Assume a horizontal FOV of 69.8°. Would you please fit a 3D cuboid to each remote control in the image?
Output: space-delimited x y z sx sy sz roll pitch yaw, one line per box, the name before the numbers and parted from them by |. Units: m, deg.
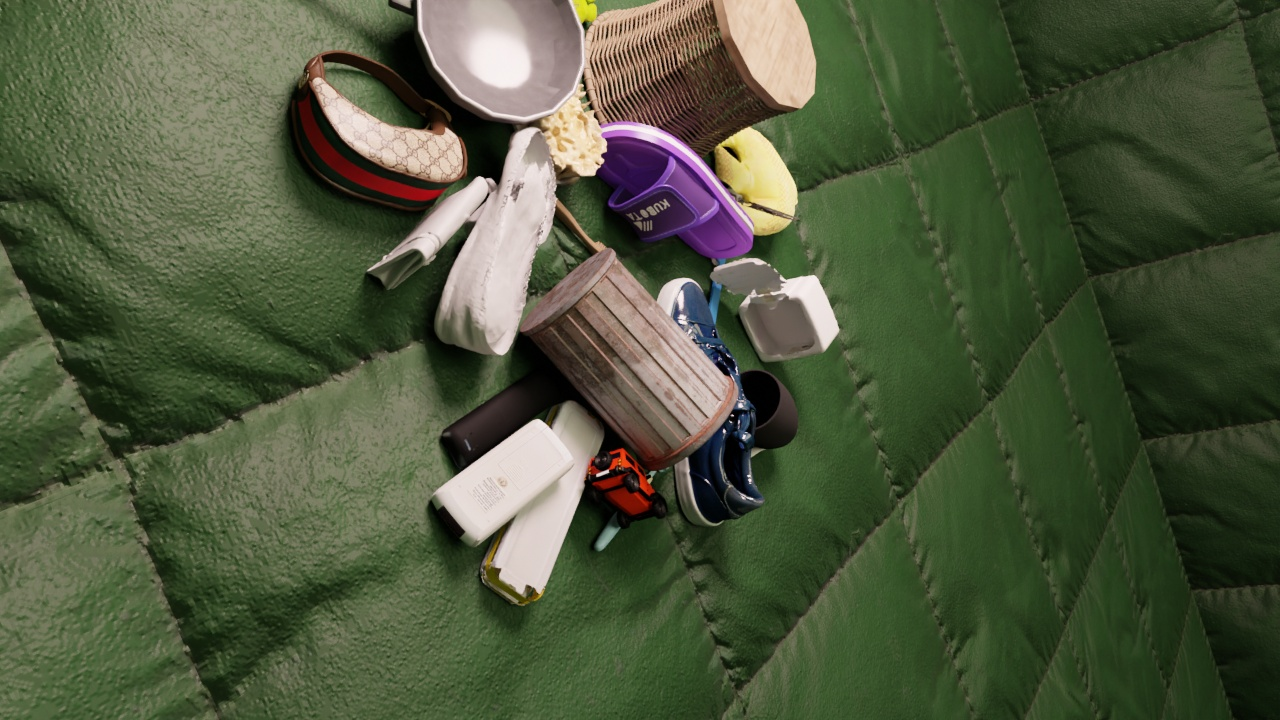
remote control | -0.128 0.051 0.878 0.151 0.020 0.041 -37 107 -48
remote control | -0.122 0.109 0.836 0.060 0.026 0.138 50 51 4

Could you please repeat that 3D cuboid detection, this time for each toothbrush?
toothbrush | -0.008 0.152 0.985 0.016 0.022 0.154 30 43 13
toothbrush | -0.083 -0.160 1.001 0.167 0.016 0.016 44 49 -31
toothbrush | 0.093 -0.083 1.184 0.016 0.014 0.166 32 59 -40

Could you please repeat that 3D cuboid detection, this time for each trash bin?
trash bin | -0.006 0.005 0.929 0.211 0.131 0.130 48 46 -16

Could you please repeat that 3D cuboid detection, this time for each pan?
pan | -0.214 -0.333 0.851 0.356 0.041 0.178 13 77 -31

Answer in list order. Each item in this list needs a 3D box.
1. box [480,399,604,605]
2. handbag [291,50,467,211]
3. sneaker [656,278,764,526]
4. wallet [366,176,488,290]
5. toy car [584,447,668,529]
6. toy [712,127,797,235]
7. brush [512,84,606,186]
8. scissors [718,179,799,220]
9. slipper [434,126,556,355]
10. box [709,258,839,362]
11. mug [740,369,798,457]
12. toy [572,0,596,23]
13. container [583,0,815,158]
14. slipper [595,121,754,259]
box | -0.090 0.132 0.887 0.064 0.033 0.208 44 48 -28
handbag | -0.227 -0.210 0.824 0.166 0.063 0.138 9 61 -47
sneaker | 0.091 0.038 1.055 0.120 0.128 0.294 3 73 -50
wallet | -0.184 -0.111 0.818 0.032 0.086 0.116 49 49 -19
toy car | -0.015 0.128 0.922 0.100 0.051 0.048 49 29 -44
toy | 0.163 -0.252 1.280 0.154 0.065 0.170 5 67 -35
brush | -0.119 -0.317 0.978 0.083 0.057 0.271 -27 98 -41
scissors | 0.129 -0.208 1.170 0.131 0.170 0.013 -80 176 -59
slipper | -0.134 -0.118 0.880 0.112 0.074 0.246 87 16 -65
box | 0.173 -0.080 1.193 0.190 0.111 0.083 49 47 -31
mug | 0.146 0.083 1.146 0.118 0.085 0.100 -57 142 -7
toy | -0.077 -0.449 1.089 0.094 0.036 0.093 55 46 -30
container | 0.077 -0.355 1.107 0.226 0.197 0.226 19 64 -44
slipper | 0.040 -0.172 1.085 0.266 0.107 0.083 33 56 -44
